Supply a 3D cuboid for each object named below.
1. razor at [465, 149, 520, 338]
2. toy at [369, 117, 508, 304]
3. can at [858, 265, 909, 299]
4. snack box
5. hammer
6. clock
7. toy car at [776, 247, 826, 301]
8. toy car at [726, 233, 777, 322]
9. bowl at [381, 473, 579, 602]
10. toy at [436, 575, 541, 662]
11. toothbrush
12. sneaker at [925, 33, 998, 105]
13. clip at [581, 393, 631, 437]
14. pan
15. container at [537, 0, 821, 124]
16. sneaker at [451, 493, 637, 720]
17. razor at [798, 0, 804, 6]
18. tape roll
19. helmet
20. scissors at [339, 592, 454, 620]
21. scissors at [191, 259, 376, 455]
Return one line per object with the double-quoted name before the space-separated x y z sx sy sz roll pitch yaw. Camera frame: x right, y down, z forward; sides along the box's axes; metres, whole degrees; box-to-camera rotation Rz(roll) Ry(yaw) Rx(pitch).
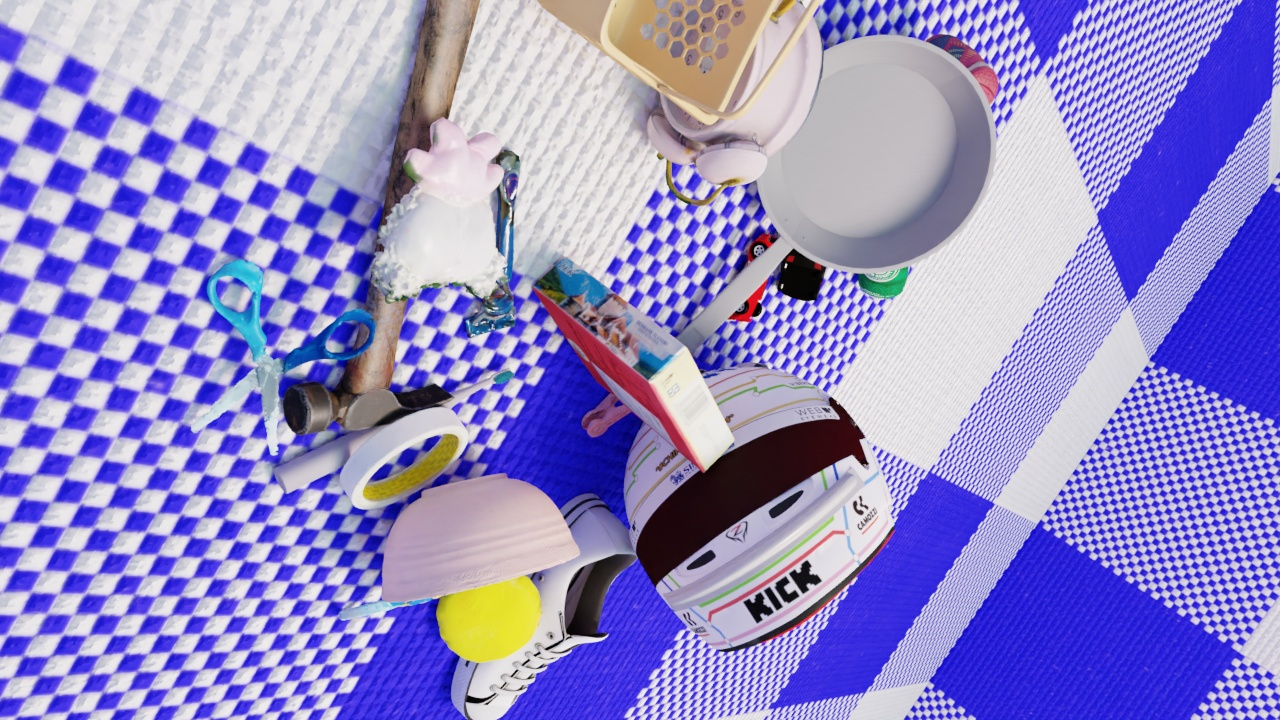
"razor" -0.098 -0.078 0.644 0.043 0.018 0.141 -19 132 -39
"toy" -0.115 -0.089 0.548 0.095 0.041 0.109 -8 117 -53
"can" 0.270 -0.117 1.004 0.053 0.053 0.101 -31 139 -29
"snack box" -0.004 0.004 0.711 0.040 0.145 0.142 -44 143 -10
"hammer" -0.136 -0.105 0.572 0.119 0.033 0.331 -9 125 -50
"clock" 0.060 -0.187 0.655 0.058 0.117 0.158 3 116 -38
"toy car" 0.160 -0.089 0.901 0.092 0.042 0.036 80 28 -68
"toy car" 0.107 -0.077 0.874 0.038 0.025 0.089 3 108 -60
"bowl" -0.128 0.130 0.704 0.152 0.153 0.076 -5 80 -47
"toy" -0.134 0.225 0.817 0.094 0.041 0.095 12 101 -17
"toothbrush" -0.170 0.045 0.661 0.187 0.019 0.018 -28 131 -32
"sneaker" 0.233 -0.200 0.885 0.116 0.091 0.242 3 135 -44
"clip" -0.028 0.041 0.827 0.060 0.045 0.023 -22 142 11
"pan" 0.147 -0.123 0.818 0.357 0.201 0.050 -44 -168 20
"container" 0.046 -0.247 0.539 0.129 0.167 0.183 18 105 -53
"sneaker" -0.080 0.255 0.874 0.245 0.097 0.091 -55 145 1
"razor" 0.097 -0.221 0.751 0.144 0.021 0.044 -55 145 5
"tape roll" -0.168 0.071 0.658 0.094 0.019 0.094 -34 162 -13
"helmet" 0.098 0.119 0.841 0.231 0.236 0.314 -36 163 10
"scissors" -0.179 0.189 0.735 0.130 0.013 0.125 -15 170 -10
"scissors" -0.212 0.003 0.549 0.118 0.014 0.129 1 113 -17
